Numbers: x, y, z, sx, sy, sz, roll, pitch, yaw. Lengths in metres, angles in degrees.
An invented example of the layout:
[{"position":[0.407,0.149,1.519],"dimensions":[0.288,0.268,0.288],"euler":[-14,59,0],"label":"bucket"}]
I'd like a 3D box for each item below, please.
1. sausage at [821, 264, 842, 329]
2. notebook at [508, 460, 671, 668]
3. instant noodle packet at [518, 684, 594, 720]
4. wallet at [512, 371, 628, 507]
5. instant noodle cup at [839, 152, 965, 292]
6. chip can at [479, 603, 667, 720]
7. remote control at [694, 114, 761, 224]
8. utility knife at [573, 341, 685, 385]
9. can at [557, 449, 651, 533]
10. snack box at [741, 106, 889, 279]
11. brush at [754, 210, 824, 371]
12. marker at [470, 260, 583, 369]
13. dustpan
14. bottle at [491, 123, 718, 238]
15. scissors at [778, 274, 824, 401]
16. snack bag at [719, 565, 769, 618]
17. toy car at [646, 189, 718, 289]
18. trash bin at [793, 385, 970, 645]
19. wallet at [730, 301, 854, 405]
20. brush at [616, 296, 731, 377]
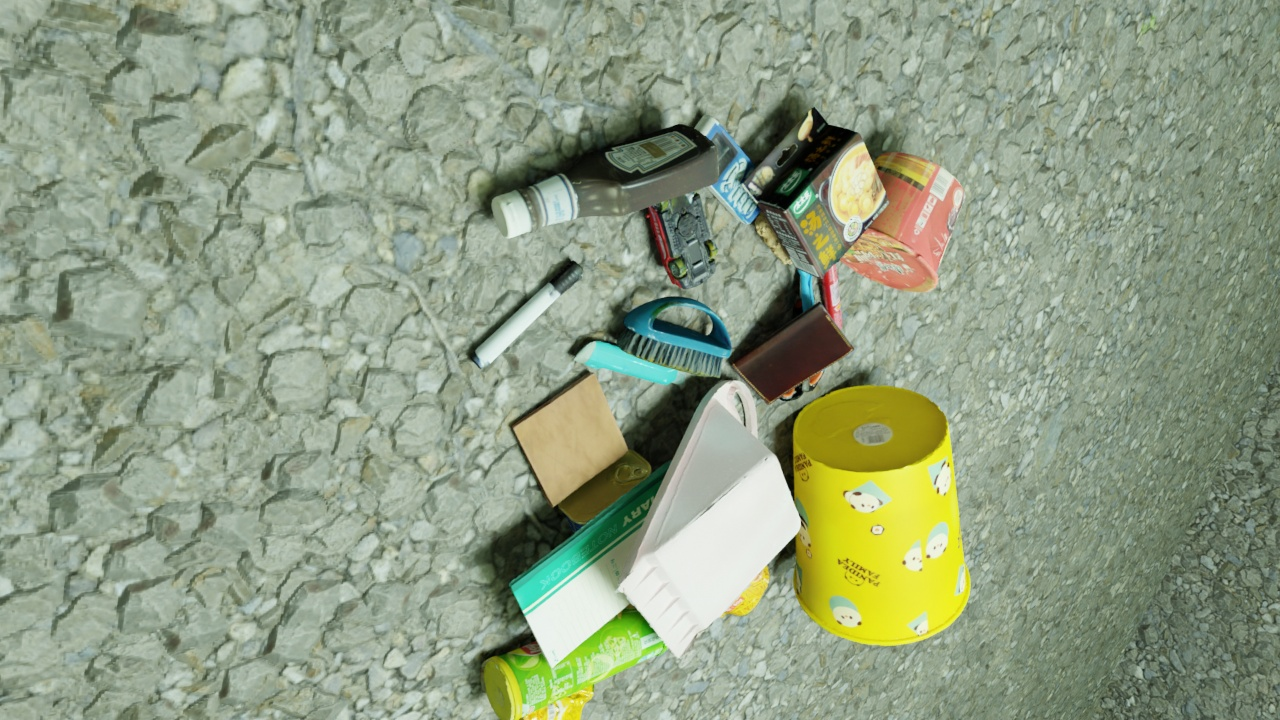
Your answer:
[{"position":[0.222,-0.087,1.071],"dimensions":[0.020,0.020,0.156],"euler":[-39,139,-18],"label":"sausage"},{"position":[-0.032,0.212,0.958],"dimensions":[0.208,0.012,0.150],"euler":[-35,135,-22],"label":"notebook"},{"position":[-0.113,0.429,1.067],"dimensions":[0.110,0.044,0.128],"euler":[-2,119,-47],"label":"instant noodle packet"},{"position":[-0.069,0.079,0.923],"dimensions":[0.101,0.020,0.115],"euler":[-34,128,-20],"label":"wallet"},{"position":[0.288,-0.155,1.019],"dimensions":[0.138,0.138,0.108],"euler":[38,78,-46],"label":"instant noodle cup"},{"position":[-0.066,0.331,1.031],"dimensions":[0.220,0.072,0.073],"euler":[-12,121,-35],"label":"chip can"},{"position":[0.084,-0.184,0.899],"dimensions":[0.049,0.024,0.125],"euler":[-55,137,-2],"label":"remote control"},{"position":[-0.006,0.005,0.940],"dimensions":[0.171,0.013,0.029],"euler":[17,104,-48],"label":"utility knife"},{"position":[-0.029,0.158,0.976],"dimensions":[0.102,0.057,0.083],"euler":[-35,134,-21],"label":"can"},{"position":[0.179,-0.166,0.919],"dimensions":[0.113,0.053,0.125],"euler":[-48,132,-8],"label":"snack box"},{"position":[0.183,-0.089,1.016],"dimensions":[0.083,0.046,0.255],"euler":[-35,130,-18],"label":"brush"},{"position":[-0.101,-0.041,0.827],"dimensions":[0.130,0.018,0.023],"euler":[-45,144,-12],"label":"marker"},{"position":[0.065,0.162,1.010],"dimensions":[0.273,0.139,0.223],"euler":[-39,141,-13],"label":"dustpan"},{"position":[-0.031,-0.150,0.782],"dimensions":[0.194,0.080,0.044],"euler":[-22,131,-20],"label":"bottle"},{"position":[0.181,-0.049,1.061],"dimensions":[0.124,0.022,0.235],"euler":[-38,133,-18],"label":"scissors"},{"position":[0.069,0.238,1.110],"dimensions":[0.207,0.073,0.128],"euler":[37,88,-39],"label":"snack bag"},{"position":[0.035,-0.127,0.875],"dimensions":[0.052,0.045,0.121],"euler":[-31,123,-26],"label":"toy car"},{"position":[0.298,0.185,1.165],"dimensions":[0.229,0.230,0.255],"euler":[-28,124,-26],"label":"trash bin"},{"position":[0.174,-0.005,1.045],"dimensions":[0.122,0.020,0.096],"euler":[-34,135,14],"label":"wallet"},{"position":[0.041,-0.028,0.929],"dimensions":[0.143,0.055,0.073],"euler":[12,106,-44],"label":"brush"}]
